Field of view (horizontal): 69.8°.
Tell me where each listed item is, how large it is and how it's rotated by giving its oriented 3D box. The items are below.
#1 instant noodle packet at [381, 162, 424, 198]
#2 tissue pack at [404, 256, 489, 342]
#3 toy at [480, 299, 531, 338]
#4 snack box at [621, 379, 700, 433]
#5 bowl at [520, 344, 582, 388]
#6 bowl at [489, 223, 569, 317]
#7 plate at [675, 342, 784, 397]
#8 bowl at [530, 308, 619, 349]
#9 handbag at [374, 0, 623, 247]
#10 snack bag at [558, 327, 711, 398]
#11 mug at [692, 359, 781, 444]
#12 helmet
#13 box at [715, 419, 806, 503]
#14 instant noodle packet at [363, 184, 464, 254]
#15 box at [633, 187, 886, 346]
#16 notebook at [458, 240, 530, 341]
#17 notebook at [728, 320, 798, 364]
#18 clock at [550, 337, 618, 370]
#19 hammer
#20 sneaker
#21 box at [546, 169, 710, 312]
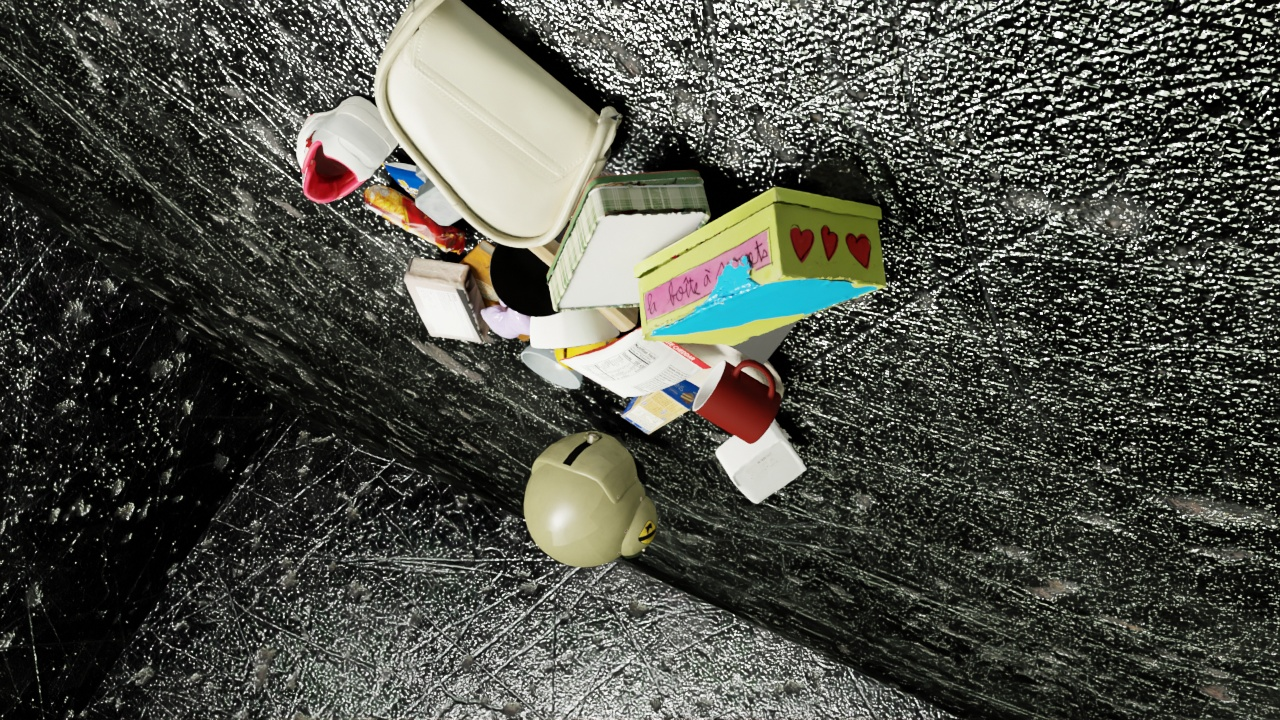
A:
[{"bbox_3d":[-0.244,-0.208,1.118,0.134,0.026,0.087,16,164,30],"label":"instant noodle packet"},{"bbox_3d":[-0.287,-0.096,1.363,0.104,0.071,0.181,10,159,7],"label":"tissue pack"},{"bbox_3d":[-0.192,-0.064,1.341,0.100,0.036,0.080,-2,134,46],"label":"toy"},{"bbox_3d":[0.033,0.057,1.363,0.056,0.057,0.207,34,160,-6],"label":"snack box"},{"bbox_3d":[-0.135,0.000,1.461,0.106,0.039,0.106,25,160,10],"label":"bowl"},{"bbox_3d":[-0.123,-0.119,1.103,0.124,0.124,0.052,40,-170,-29],"label":"bowl"},{"bbox_3d":[0.099,-0.004,1.167,0.189,0.027,0.189,25,160,10],"label":"plate"},{"bbox_3d":[-0.087,-0.057,1.171,0.116,0.116,0.066,4,106,48],"label":"bowl"},{"bbox_3d":[-0.130,-0.238,0.850,0.229,0.131,0.185,34,134,-26],"label":"handbag"},{"bbox_3d":[-0.007,0.007,1.159,0.144,0.039,0.130,-21,144,35],"label":"snack bag"},{"bbox_3d":[0.126,0.041,1.114,0.082,0.073,0.106,31,130,-8],"label":"mug"},{"bbox_3d":[-0.089,0.239,1.635,0.251,0.255,0.233,15,159,29],"label":"helmet"},{"bbox_3d":[0.158,0.117,1.327,0.110,0.103,0.130,47,-173,-49],"label":"box"},{"bbox_3d":[-0.292,-0.184,1.192,0.135,0.039,0.098,30,-179,-4],"label":"instant noodle packet"},{"bbox_3d":[0.101,-0.077,0.826,0.124,0.082,0.222,1,166,-29],"label":"box"},{"bbox_3d":[-0.196,-0.090,1.358,0.178,0.014,0.250,35,159,-17],"label":"notebook"},{"bbox_3d":[0.071,-0.080,1.004,0.206,0.016,0.149,28,151,0],"label":"notebook"},{"bbox_3d":[-0.053,-0.011,1.265,0.113,0.052,0.152,3,179,-31],"label":"clock"},{"bbox_3d":[-0.111,-0.130,1.019,0.051,0.117,0.322,-22,136,32],"label":"hammer"},{"bbox_3d":[-0.378,-0.236,1.111,0.090,0.104,0.237,41,157,-31],"label":"sneaker"},{"bbox_3d":[-0.018,-0.113,0.904,0.117,0.050,0.206,-5,159,-18],"label":"box"}]
